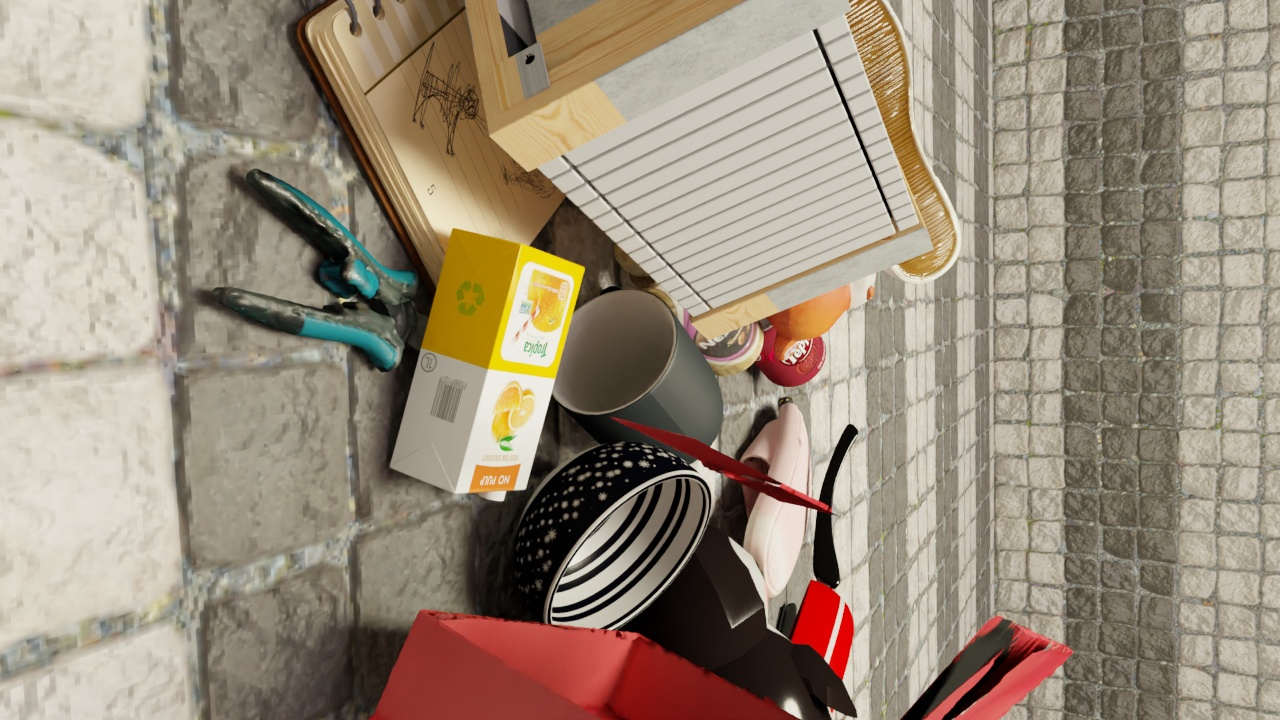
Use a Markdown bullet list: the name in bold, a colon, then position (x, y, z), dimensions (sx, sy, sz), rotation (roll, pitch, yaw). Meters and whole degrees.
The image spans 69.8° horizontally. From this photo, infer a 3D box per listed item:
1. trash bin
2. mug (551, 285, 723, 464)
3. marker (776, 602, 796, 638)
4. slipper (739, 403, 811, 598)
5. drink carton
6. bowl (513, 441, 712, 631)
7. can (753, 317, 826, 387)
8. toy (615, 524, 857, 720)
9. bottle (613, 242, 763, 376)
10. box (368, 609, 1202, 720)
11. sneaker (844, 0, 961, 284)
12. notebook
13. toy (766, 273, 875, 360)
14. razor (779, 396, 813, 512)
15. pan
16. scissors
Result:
- **trash bin**: position (0.039, -0.139, 0.472), dimensions (0.247, 0.143, 0.142), rotation (36, 36, -59)
- **mug**: position (-0.003, 0.003, 0.573), dimensions (0.094, 0.085, 0.121), rotation (51, 18, -50)
- **marker**: position (0.132, 0.299, 0.892), dimensions (0.022, 0.016, 0.138), rotation (35, 55, -21)
- **slipper**: position (0.119, 0.123, 0.819), dimensions (0.221, 0.056, 0.107), rotation (-61, 143, -57)
- **drink carton**: position (-0.073, 0.005, 0.442), dimensions (0.058, 0.040, 0.122), rotation (11, 94, -63)
- **bowl**: position (-0.025, 0.093, 0.521), dimensions (0.120, 0.066, 0.120), rotation (-30, 142, -28)
- **can**: position (0.120, -0.024, 0.810), dimensions (0.114, 0.063, 0.063), rotation (42, 54, -55)
- **toy**: position (0.040, 0.196, 0.592), dimensions (0.139, 0.159, 0.184), rotation (-26, 96, -66)
- **bottle**: position (0.033, -0.044, 0.651), dimensions (0.166, 0.060, 0.059), rotation (40, 55, -53)
- **box**: position (0.068, 0.173, 0.393), dimensions (0.211, 0.319, 0.121), rotation (32, 55, -56)
- **sneaker**: position (0.198, -0.214, 0.837), dimensions (0.295, 0.120, 0.127), rotation (63, -4, -21)
- **notebook**: position (-0.074, -0.154, 0.486), dimensions (0.224, 0.024, 0.167), rotation (-61, 142, -42)
- **toy**: position (0.139, -0.093, 0.706), dimensions (0.164, 0.093, 0.172), rotation (77, 27, -57)
- **razor**: position (0.161, 0.103, 0.934), dimensions (0.042, 0.022, 0.144), rotation (-45, 129, -54)
- **pan**: position (0.149, 0.224, 0.788), dimensions (0.209, 0.067, 0.355), rotation (74, 38, -68)
- **scissors**: position (-0.124, -0.029, 0.397), dimensions (0.122, 0.019, 0.149), rotation (-55, 139, -48)
